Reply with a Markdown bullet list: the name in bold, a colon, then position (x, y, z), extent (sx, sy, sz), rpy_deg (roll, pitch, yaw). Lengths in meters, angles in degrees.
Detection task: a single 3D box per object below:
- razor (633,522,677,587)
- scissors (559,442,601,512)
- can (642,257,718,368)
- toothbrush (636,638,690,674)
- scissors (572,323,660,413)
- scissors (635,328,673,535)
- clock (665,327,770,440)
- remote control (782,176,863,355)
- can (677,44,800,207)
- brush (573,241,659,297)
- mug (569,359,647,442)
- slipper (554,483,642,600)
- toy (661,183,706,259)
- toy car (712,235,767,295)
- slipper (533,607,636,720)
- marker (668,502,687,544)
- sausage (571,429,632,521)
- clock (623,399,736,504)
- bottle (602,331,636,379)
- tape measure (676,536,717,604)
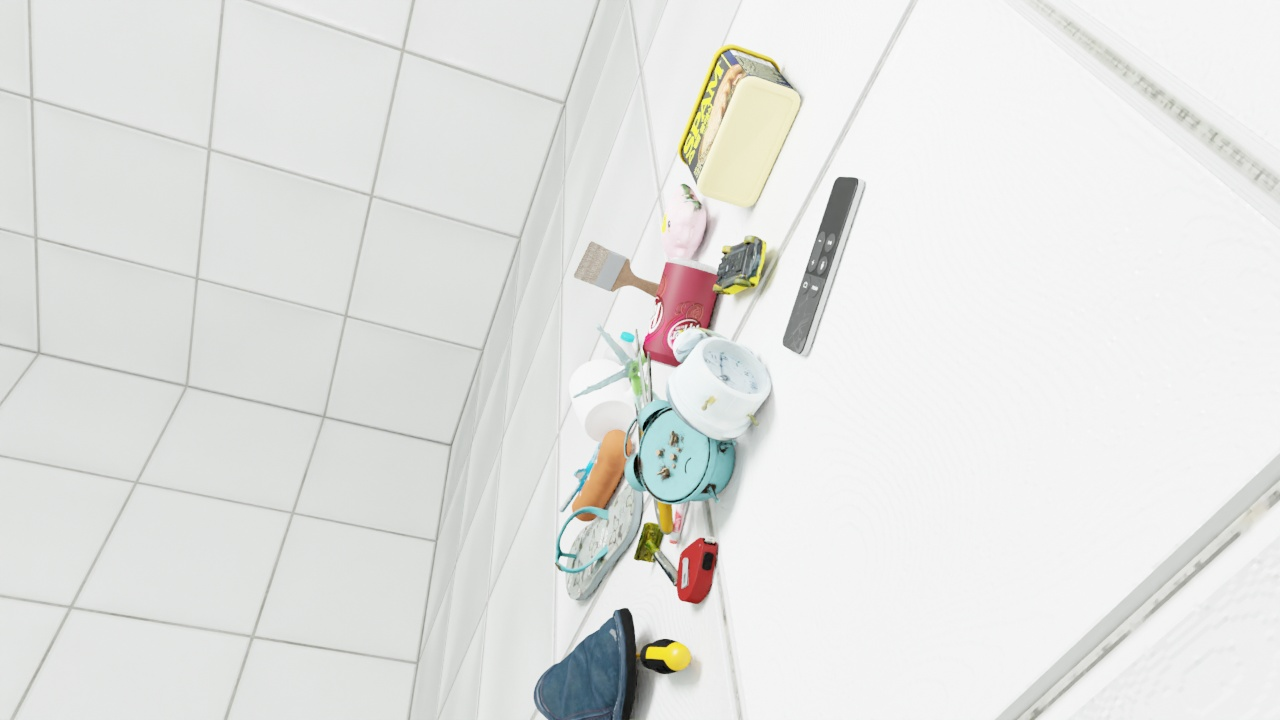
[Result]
- **razor**: position (0.022, 0.200, 0.917), extent (0.106, 0.026, 0.042), rpy_deg (-144, 72, -70)
- **scissors**: position (-0.074, 0.157, 1.255), extent (0.133, 0.011, 0.140), rpy_deg (-58, -11, -28)
- **can**: position (0.044, -0.050, 0.987), extent (0.063, 0.063, 0.114), rpy_deg (-154, 79, -75)
- **toothbrush**: position (0.012, 0.280, 0.869), extent (0.197, 0.031, 0.030), rpy_deg (129, 155, -68)
- **scissors**: position (-0.008, 0.014, 1.017), extent (0.024, 0.171, 0.166), rpy_deg (32, 137, 38)
- **scissors**: position (0.010, 0.080, 0.967), extent (0.230, 0.016, 0.225), rpy_deg (95, 167, -68)
- **clock**: position (0.067, 0.014, 0.809), extent (0.057, 0.083, 0.117), rpy_deg (-58, 26, 36)
- **remote control**: position (0.147, -0.077, 0.744), extent (0.045, 0.008, 0.147), rpy_deg (-133, 59, -73)
- **can**: position (0.100, -0.240, 0.948), extent (0.104, 0.075, 0.135), rpy_deg (-103, 31, -55)
- **brush**: position (-0.002, -0.086, 1.037), extent (0.045, 0.143, 0.008), rpy_deg (-60, 20, 20)
- **mug**: position (-0.034, 0.045, 1.188), extent (0.114, 0.081, 0.087), rpy_deg (-39, 32, 12)
- **slipper**: position (-0.066, 0.233, 1.150), extent (0.270, 0.054, 0.098), rpy_deg (128, 150, -54)
- **toy**: position (0.050, -0.158, 1.094), extent (0.102, 0.050, 0.093), rpy_deg (-98, 21, -62)
- **toy car**: position (0.099, -0.090, 0.890), extent (0.107, 0.030, 0.049), rpy_deg (174, 111, -77)
- **slipper**: position (-0.070, 0.360, 0.952), extent (0.108, 0.083, 0.266), rpy_deg (-97, 22, -50)
- **marker**: position (0.049, 0.114, 0.916), extent (0.013, 0.012, 0.142), rpy_deg (-168, 92, -75)
- **sausage**: position (-0.050, 0.154, 1.183), extent (0.165, 0.039, 0.044), rpy_deg (-64, 36, 38)
- **clock**: position (0.031, 0.085, 0.844), extent (0.124, 0.053, 0.090), rpy_deg (17, 90, 46)
- **bottle**: position (-0.038, 0.024, 1.258), extent (0.044, 0.044, 0.136), rpy_deg (-106, 34, -63)
- **tape measure**: position (0.049, 0.190, 0.827), extent (0.059, 0.019, 0.051), rpy_deg (126, 154, -54)
